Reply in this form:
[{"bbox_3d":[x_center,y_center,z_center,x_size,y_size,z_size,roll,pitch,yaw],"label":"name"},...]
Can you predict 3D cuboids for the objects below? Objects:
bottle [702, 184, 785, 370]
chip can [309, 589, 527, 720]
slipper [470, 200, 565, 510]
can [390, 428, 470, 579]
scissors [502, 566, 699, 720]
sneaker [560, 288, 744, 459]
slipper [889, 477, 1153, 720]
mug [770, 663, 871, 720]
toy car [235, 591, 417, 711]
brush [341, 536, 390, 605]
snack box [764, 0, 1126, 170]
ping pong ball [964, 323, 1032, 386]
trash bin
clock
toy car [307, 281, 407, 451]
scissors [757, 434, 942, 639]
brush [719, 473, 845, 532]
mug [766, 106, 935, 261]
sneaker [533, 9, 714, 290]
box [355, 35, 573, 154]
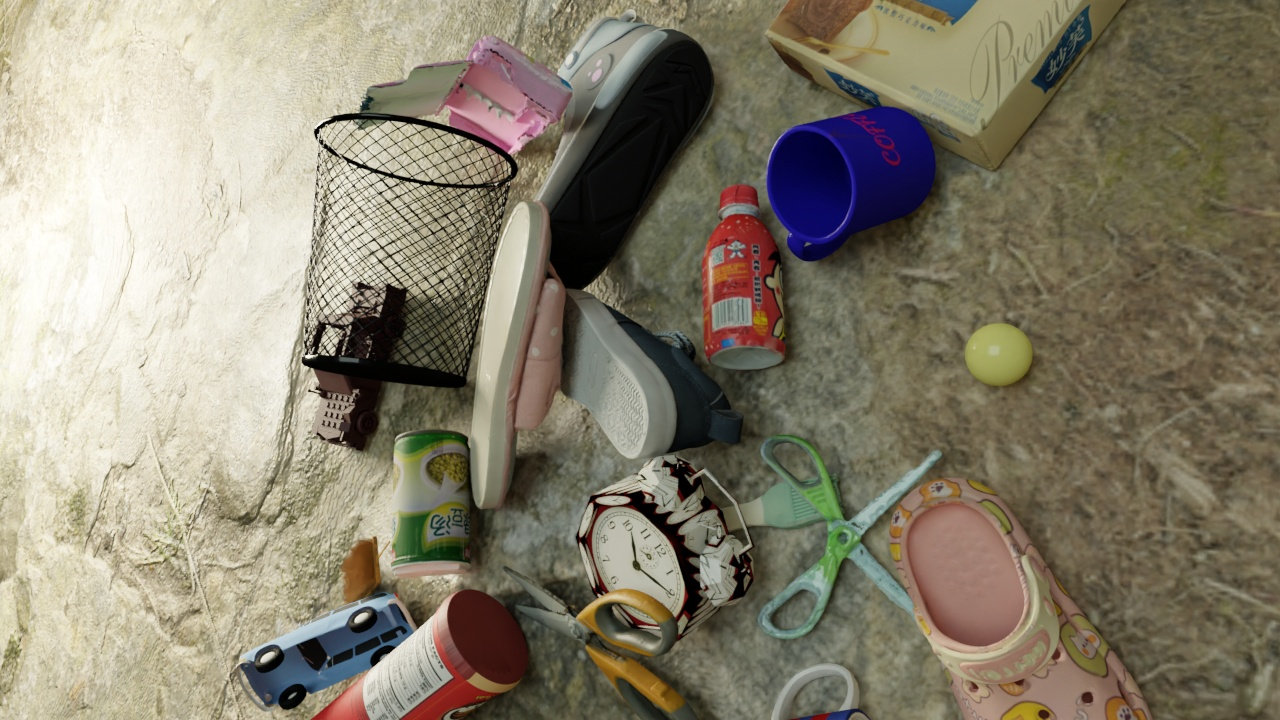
[{"bbox_3d":[0.077,-0.065,0.691,0.062,0.062,0.137,-11,69,32],"label":"bottle"},{"bbox_3d":[-0.195,0.281,0.752,0.214,0.087,0.087,-41,56,18],"label":"chip can"},{"bbox_3d":[-0.096,0.003,0.745,0.114,0.054,0.275,-118,37,-55],"label":"slipper"},{"bbox_3d":[-0.183,0.127,0.805,0.067,0.067,0.120,-17,66,29],"label":"can"},{"bbox_3d":[-0.035,0.192,0.670,0.225,0.016,0.176,28,135,37],"label":"scissors"},{"bbox_3d":[-0.004,0.004,0.713,0.235,0.087,0.089,-135,47,-55],"label":"sneaker"},{"bbox_3d":[0.201,0.157,0.516,0.093,0.081,0.197,-37,62,21],"label":"slipper"},{"bbox_3d":[0.107,0.244,0.572,0.076,0.075,0.111,-22,37,27],"label":"mug"},{"bbox_3d":[-0.271,0.251,0.802,0.153,0.056,0.054,-22,22,-5],"label":"toy car"},{"bbox_3d":[-0.248,0.185,0.825,0.127,0.017,0.048,-47,48,50],"label":"brush"},{"bbox_3d":[0.212,-0.252,0.662,0.207,0.055,0.153,42,100,36],"label":"snack box"},{"bbox_3d":[0.227,-0.004,0.581,0.040,0.040,0.040,-12,69,31],"label":"ping pong ball"},{"bbox_3d":[-0.217,-0.089,0.838,0.184,0.184,0.210,2,82,35],"label":"trash bin"},{"bbox_3d":[0.026,0.125,0.639,0.114,0.064,0.155,58,136,11],"label":"clock"},{"bbox_3d":[-0.292,0.001,0.924,0.070,0.061,0.169,7,79,36],"label":"toy car"},{"bbox_3d":[0.136,0.119,0.611,0.173,0.021,0.171,-46,62,11],"label":"scissors"},{"bbox_3d":[0.048,0.122,0.682,0.218,0.012,0.033,-19,65,30],"label":"brush"},{"bbox_3d":[0.141,-0.117,0.643,0.079,0.083,0.111,48,141,29],"label":"mug"},{"bbox_3d":[-0.055,-0.188,0.815,0.257,0.093,0.160,-55,45,9],"label":"sneaker"},{"bbox_3d":[-0.158,-0.227,0.790,0.231,0.160,0.062,-169,86,-70],"label":"box"}]
